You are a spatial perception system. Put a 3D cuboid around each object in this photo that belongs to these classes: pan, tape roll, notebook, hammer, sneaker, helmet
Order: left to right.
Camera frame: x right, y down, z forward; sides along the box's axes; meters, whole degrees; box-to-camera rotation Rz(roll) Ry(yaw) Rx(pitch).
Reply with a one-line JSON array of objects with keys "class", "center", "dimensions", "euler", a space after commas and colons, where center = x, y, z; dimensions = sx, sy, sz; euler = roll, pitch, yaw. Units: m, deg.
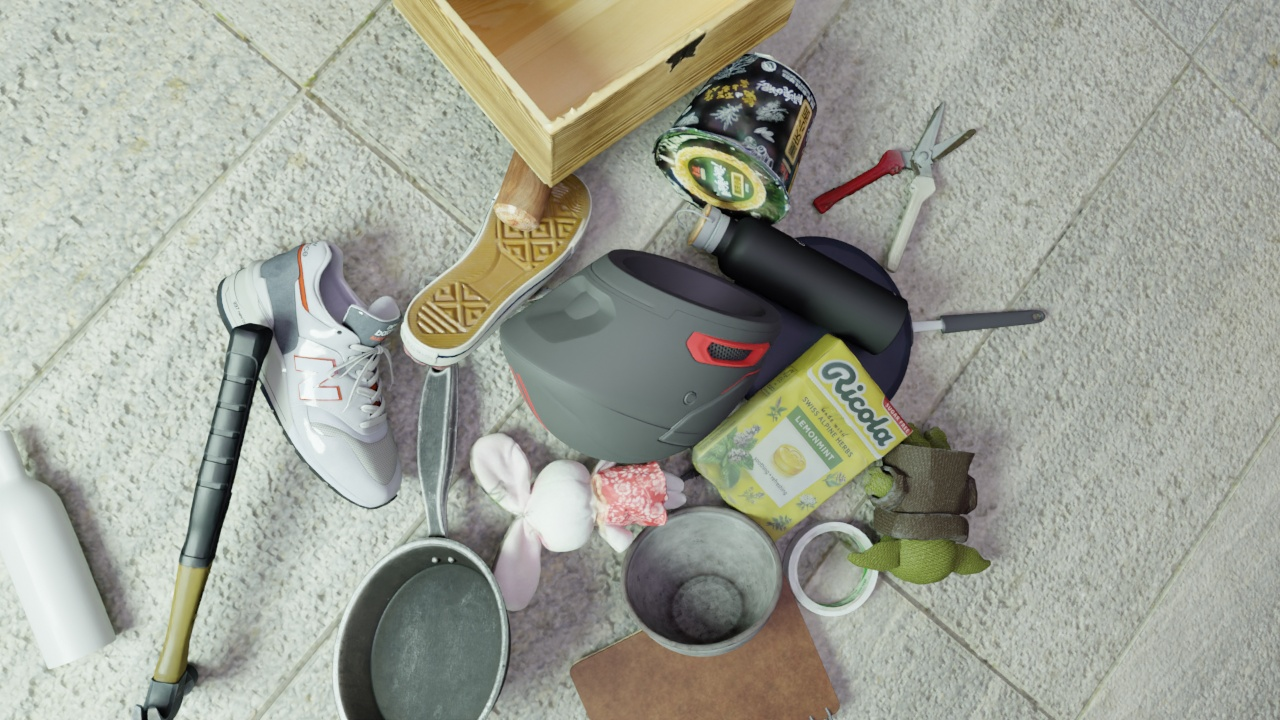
[{"class": "hammer", "center": [-0.348, 0.134, 0.732], "dimensions": [0.025, 0.118, 0.333], "euler": [14, 94, -12]}, {"class": "sneaker", "center": [-0.250, 0.001, 0.774], "dimensions": [0.124, 0.088, 0.240], "euler": [-34, 93, 20]}, {"class": "pan", "center": [-0.181, 0.165, 0.802], "dimensions": [0.188, 0.055, 0.356], "euler": [-7, 67, 28]}, {"class": "sneaker", "center": [-0.127, -0.077, 0.825], "dimensions": [0.118, 0.088, 0.240], "euler": [35, 60, 4]}, {"class": "hammer", "center": [-0.056, -0.246, 0.831], "dimensions": [0.158, 0.037, 0.300], "euler": [24, 70, -9]}, {"class": "helmet", "center": [-0.005, 0.005, 0.798], "dimensions": [0.264, 0.164, 0.170], "euler": [9, 113, -42]}, {"class": "notebook", "center": [0.065, 0.318, 0.880], "dimensions": [0.225, 0.024, 0.167], "euler": [-24, 91, -11]}, {"class": "tape roll", "center": [0.189, 0.205, 0.910], "dimensions": [0.093, 0.018, 0.094], "euler": [0, 88, -12]}, {"class": "pan", "center": [0.254, -0.033, 0.925], "dimensions": [0.356, 0.021, 0.198], "euler": [-5, 85, -13]}]

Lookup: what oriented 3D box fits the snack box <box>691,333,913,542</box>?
[{"class": "snack box", "center": [0.149, 0.077, 0.865], "dimensions": [0.181, 0.045, 0.121], "euler": [-39, 104, 2]}]

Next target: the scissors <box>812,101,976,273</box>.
[{"class": "scissors", "center": [0.264, -0.177, 0.934], "dimensions": [0.194, 0.015, 0.179], "euler": [-6, 78, -7]}]

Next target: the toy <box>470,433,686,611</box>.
[{"class": "toy", "center": [-0.053, 0.129, 0.832], "dimensions": [0.194, 0.084, 0.159], "euler": [-11, 78, -14]}]

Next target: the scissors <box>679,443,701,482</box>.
[{"class": "scissors", "center": [0.108, 0.088, 0.901], "dimensions": [0.157, 0.012, 0.168], "euler": [39, 81, -7]}]

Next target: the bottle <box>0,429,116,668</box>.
[{"class": "bottle", "center": [-0.498, 0.152, 0.760], "dimensions": [0.052, 0.052, 0.195], "euler": [-21, 92, -11]}]

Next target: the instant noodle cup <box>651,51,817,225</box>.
[{"class": "instant noodle cup", "center": [0.096, -0.208, 0.855], "dimensions": [0.137, 0.137, 0.112], "euler": [31, 72, -9]}]

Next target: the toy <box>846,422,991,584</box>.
[{"class": "toy", "center": [0.275, 0.141, 0.898], "dimensions": [0.179, 0.078, 0.152], "euler": [9, 86, -27]}]

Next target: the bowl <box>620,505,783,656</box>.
[{"class": "bowl", "center": [0.059, 0.211, 0.842], "dimensions": [0.145, 0.067, 0.144], "euler": [-6, 47, 6]}]

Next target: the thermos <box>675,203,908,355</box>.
[{"class": "thermos", "center": [0.136, -0.084, 0.861], "dimensions": [0.231, 0.061, 0.061], "euler": [27, 83, -7]}]

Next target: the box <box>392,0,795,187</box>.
[{"class": "box", "center": [-0.045, -0.358, 0.705], "dimensions": [0.278, 0.264, 0.269], "euler": [-38, 79, -13]}]
